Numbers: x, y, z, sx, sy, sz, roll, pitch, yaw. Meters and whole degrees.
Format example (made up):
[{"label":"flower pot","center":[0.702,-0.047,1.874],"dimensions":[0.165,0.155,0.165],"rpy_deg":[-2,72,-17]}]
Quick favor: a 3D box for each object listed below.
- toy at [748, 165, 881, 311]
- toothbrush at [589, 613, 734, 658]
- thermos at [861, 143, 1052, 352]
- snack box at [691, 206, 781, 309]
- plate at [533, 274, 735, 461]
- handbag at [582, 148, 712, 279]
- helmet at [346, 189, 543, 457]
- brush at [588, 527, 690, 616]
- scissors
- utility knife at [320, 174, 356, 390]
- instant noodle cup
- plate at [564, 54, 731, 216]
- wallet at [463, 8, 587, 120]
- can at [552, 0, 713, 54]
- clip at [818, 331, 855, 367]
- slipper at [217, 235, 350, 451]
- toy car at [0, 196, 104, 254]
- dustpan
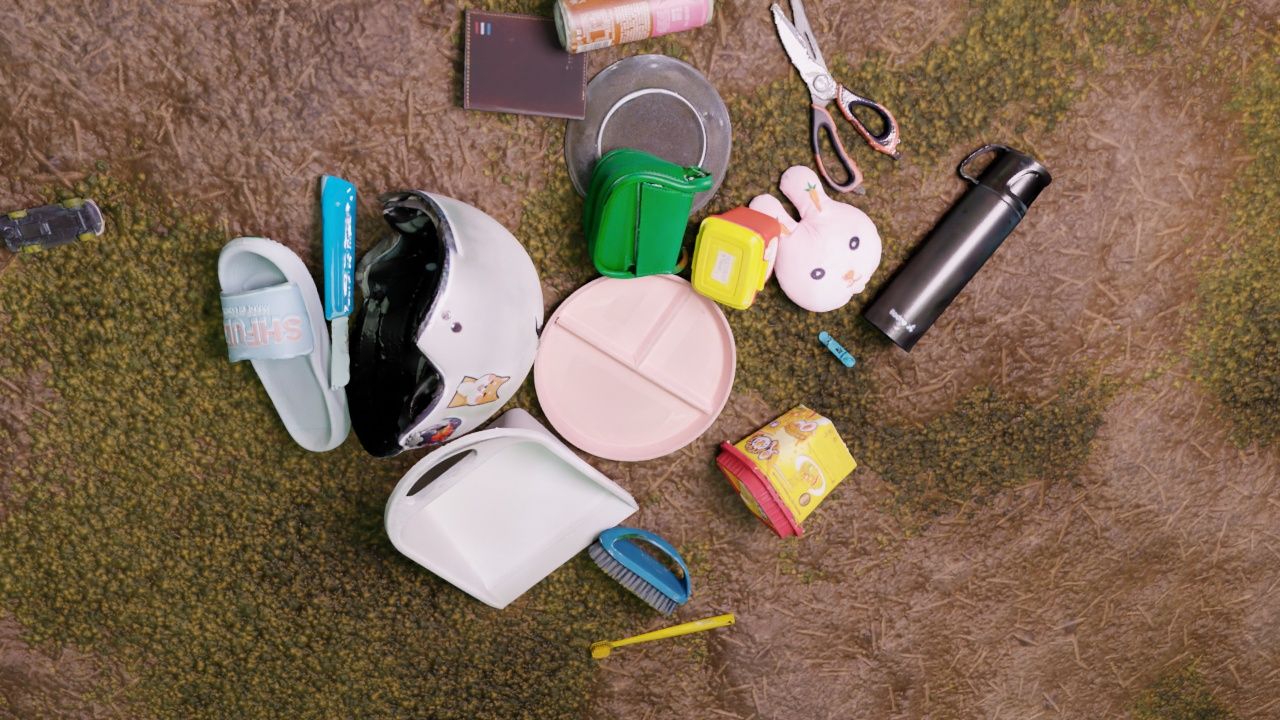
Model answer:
[{"label":"toy","center":[0.191,-0.131,1.008],"dimensions":[0.121,0.054,0.159],"rpy_deg":[-42,103,7]},{"label":"toothbrush","center":[0.029,0.354,1.178],"dimensions":[0.190,0.016,0.016],"rpy_deg":[-11,112,-5]},{"label":"thermos","center":[0.345,-0.129,1.032],"dimensions":[0.090,0.068,0.243],"rpy_deg":[40,99,13]},{"label":"snack box","center":[0.106,-0.112,0.971],"dimensions":[0.082,0.079,0.091],"rpy_deg":[25,128,22]},{"label":"plate","center":[-0.006,0.006,1.037],"dimensions":[0.229,0.028,0.230],"rpy_deg":[-3,111,-9]},{"label":"handbag","center":[0.004,-0.148,0.945],"dimensions":[0.120,0.068,0.132],"rpy_deg":[2,130,-18]},{"label":"helmet","center":[-0.185,-0.031,0.902],"dimensions":[0.156,0.230,0.275],"rpy_deg":[0,136,-31]},{"label":"brush","center":[0.008,0.248,1.114],"dimensions":[0.144,0.055,0.073],"rpy_deg":[39,101,-20]},{"label":"scissors","center":[0.208,-0.284,0.972],"dimensions":[0.204,0.015,0.203],"rpy_deg":[8,109,-11]},{"label":"utility knife","center":[-0.305,-0.078,0.926],"dimensions":[0.034,0.018,0.216],"rpy_deg":[0,91,-14]},{"label":"instant noodle cup","center":[0.173,0.124,1.072],"dimensions":[0.123,0.116,0.116],"rpy_deg":[-37,112,-7]},{"label":"plate","center":[0.011,-0.225,0.956],"dimensions":[0.179,0.024,0.180],"rpy_deg":[-3,110,-8]},{"label":"wallet","center":[-0.113,-0.292,0.909],"dimensions":[0.122,0.020,0.096],"rpy_deg":[2,101,-10]},{"label":"can","center":[-0.008,-0.339,0.885],"dimensions":[0.147,0.058,0.058],"rpy_deg":[-15,112,-10]},{"label":"clip","center":[0.231,-0.012,1.074],"dimensions":[0.013,0.038,0.055],"rpy_deg":[-45,121,9]},{"label":"slipper","center":[-0.369,-0.008,0.930],"dimensions":[0.104,0.074,0.246],"rpy_deg":[1,118,25]},{"label":"toy car","center":[-0.567,-0.132,0.888],"dimensions":[0.090,0.035,0.042],"rpy_deg":[-13,113,-5]},{"label":"dustpan","center":[-0.152,0.173,1.016],"dimensions":[0.223,0.142,0.258],"rpy_deg":[-37,110,5]}]
